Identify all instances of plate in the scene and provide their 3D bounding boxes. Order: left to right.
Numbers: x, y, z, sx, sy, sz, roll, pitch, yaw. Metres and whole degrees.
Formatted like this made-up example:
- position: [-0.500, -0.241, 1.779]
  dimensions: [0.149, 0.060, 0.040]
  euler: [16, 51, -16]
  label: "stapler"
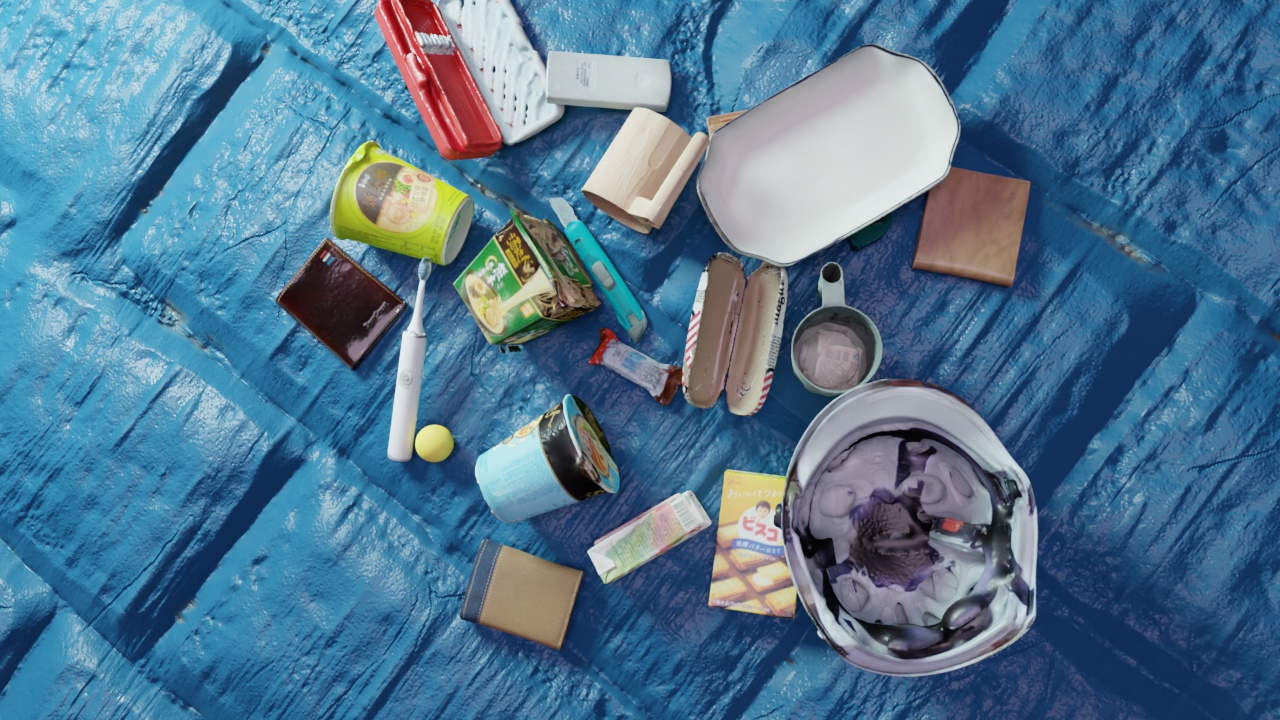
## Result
- position: [0.187, -0.203, 0.928]
  dimensions: [0.266, 0.034, 0.162]
  euler: [-30, 86, 3]
  label: "plate"

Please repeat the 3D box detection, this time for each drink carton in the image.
- position: [0.008, 0.179, 0.939]
  dimensions: [0.122, 0.053, 0.045]
  euler: [-31, 78, 4]
  label: "drink carton"

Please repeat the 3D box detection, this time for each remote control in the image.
- position: [-0.034, -0.300, 0.989]
  dimensions: [0.135, 0.019, 0.056]
  euler: [2, 79, -5]
  label: "remote control"

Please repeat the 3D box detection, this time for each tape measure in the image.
- position: [0.232, -0.148, 0.950]
  dimensions: [0.054, 0.025, 0.058]
  euler: [-26, 83, 6]
  label: "tape measure"

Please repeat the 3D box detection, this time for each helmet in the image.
- position: [0.240, 0.156, 0.863]
  dimensions: [0.229, 0.146, 0.258]
  euler: [-13, 78, 1]
  label: "helmet"

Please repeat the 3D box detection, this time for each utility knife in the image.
- position: [-0.046, -0.102, 0.990]
  dimensions: [0.029, 0.013, 0.185]
  euler: [-34, 82, 4]
  label: "utility knife"

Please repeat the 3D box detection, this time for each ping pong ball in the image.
- position: [-0.221, 0.089, 0.985]
  dimensions: [0.040, 0.040, 0.040]
  euler: [-1, 85, 8]
  label: "ping pong ball"

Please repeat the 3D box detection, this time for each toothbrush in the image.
- position: [-0.243, -0.001, 0.977]
  dimensions: [0.027, 0.026, 0.221]
  euler: [10, 100, -3]
  label: "toothbrush"

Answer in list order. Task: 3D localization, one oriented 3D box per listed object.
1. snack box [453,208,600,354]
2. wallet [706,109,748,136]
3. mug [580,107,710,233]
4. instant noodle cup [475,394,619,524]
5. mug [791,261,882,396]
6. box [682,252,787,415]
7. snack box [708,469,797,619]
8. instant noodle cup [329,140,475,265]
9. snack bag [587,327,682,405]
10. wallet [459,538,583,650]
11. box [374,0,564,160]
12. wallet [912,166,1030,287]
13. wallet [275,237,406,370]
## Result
- position: [-0.123, -0.078, 0.956]
  dimensions: [0.106, 0.118, 0.117]
  euler: [-34, 82, 14]
  label: "snack box"
- position: [0.141, -0.225, 0.964]
  dimensions: [0.131, 0.035, 0.119]
  euler: [-9, 82, 4]
  label: "wallet"
- position: [0.010, -0.193, 0.941]
  dimensions: [0.084, 0.125, 0.103]
  euler: [32, 88, -34]
  label: "mug"
- position: [-0.100, 0.109, 0.939]
  dimensions: [0.120, 0.111, 0.111]
  euler: [-26, 82, 11]
  label: "instant noodle cup"
- position: [0.189, -0.026, 0.906]
  dimensions: [0.084, 0.103, 0.124]
  euler: [-2, 84, 8]
  label: "mug"
- position: [0.100, -0.027, 0.932]
  dimensions: [0.086, 0.075, 0.162]
  euler: [6, 82, 39]
  label: "box"
- position: [0.121, 0.186, 0.934]
  dimensions: [0.087, 0.034, 0.140]
  euler: [7, 85, 8]
  label: "snack box"
- position: [-0.248, -0.160, 0.982]
  dimensions: [0.123, 0.111, 0.111]
  euler: [21, 88, 1]
  label: "instant noodle cup"
- position: [-0.006, 0.006, 0.969]
  dimensions: [0.105, 0.026, 0.045]
  euler: [29, 80, 8]
  label: "snack bag"
- position: [-0.125, 0.245, 0.963]
  dimensions: [0.115, 0.033, 0.090]
  euler: [16, 90, 8]
  label: "wallet"
- position: [-0.188, -0.323, 1.008]
  dimensions: [0.157, 0.069, 0.201]
  euler: [-24, 81, -18]
  label: "box"
- position: [0.339, -0.139, 0.939]
  dimensions: [0.101, 0.020, 0.115]
  euler: [12, 84, 7]
  label: "wallet"
- position: [-0.335, -0.064, 1.026]
  dimensions: [0.122, 0.020, 0.096]
  euler: [39, 91, 7]
  label: "wallet"
